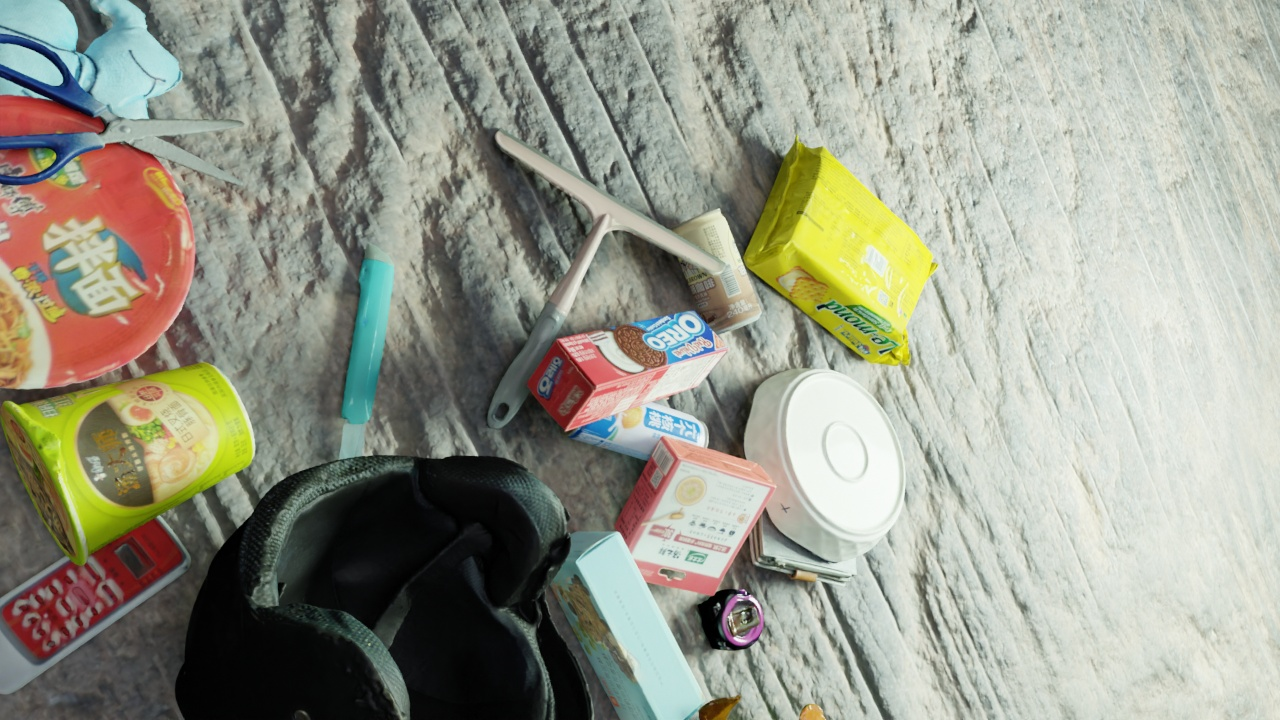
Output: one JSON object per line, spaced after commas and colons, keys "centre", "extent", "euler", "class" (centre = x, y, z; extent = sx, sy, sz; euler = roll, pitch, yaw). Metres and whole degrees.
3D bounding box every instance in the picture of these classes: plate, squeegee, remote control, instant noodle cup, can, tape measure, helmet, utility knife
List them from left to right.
{"centre": [-0.404, -0.072, 0.605], "extent": [0.193, 0.066, 0.193], "euler": [7, 77, -32], "class": "instant noodle cup"}
{"centre": [-0.373, 0.157, 0.609], "extent": [0.135, 0.020, 0.056], "euler": [-38, 103, -32], "class": "remote control"}
{"centre": [-0.332, 0.057, 0.608], "extent": [0.123, 0.112, 0.111], "euler": [-27, 96, -41], "class": "instant noodle cup"}
{"centre": [-0.222, -0.005, 0.737], "extent": [0.029, 0.013, 0.186], "euler": [13, 73, -28], "class": "utility knife"}
{"centre": [-0.163, 0.198, 0.604], "extent": [0.274, 0.231, 0.232], "euler": [52, 30, -4], "class": "helmet"}
{"centre": [-0.071, -0.051, 0.811], "extent": [0.247, 0.040, 0.249], "euler": [29, 74, -10], "class": "squeegee"}
{"centre": [-0.005, 0.061, 0.838], "extent": [0.134, 0.053, 0.053], "euler": [20, 71, -28], "class": "can"}
{"centre": [0.074, -0.087, 0.912], "extent": [0.058, 0.059, 0.116], "euler": [-24, 94, -33], "class": "can"}
{"centre": [0.088, 0.246, 0.871], "extent": [0.057, 0.039, 0.057], "euler": [-16, 90, -33], "class": "tape measure"}
{"centre": [0.197, 0.099, 0.939], "extent": [0.204, 0.046, 0.204], "euler": [16, 60, -30], "class": "plate"}

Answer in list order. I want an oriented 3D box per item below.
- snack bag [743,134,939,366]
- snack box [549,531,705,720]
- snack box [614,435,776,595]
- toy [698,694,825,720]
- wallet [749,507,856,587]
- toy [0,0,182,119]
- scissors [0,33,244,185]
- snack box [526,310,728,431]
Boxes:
{"centre": [0.230, -0.115, 1.011], "extent": [0.246, 0.068, 0.157], "euler": [35, 65, -24], "class": "snack bag"}
{"centre": [-0.017, 0.231, 0.787], "extent": [0.051, 0.074, 0.175], "euler": [-30, 98, -33], "class": "snack box"}
{"centre": [0.044, 0.144, 0.840], "extent": [0.113, 0.044, 0.127], "euler": [20, 106, -28], "class": "snack box"}
{"centre": [0.093, 0.401, 0.816], "extent": [0.226, 0.090, 0.247], "euler": [-49, 115, -11], "class": "toy"}
{"centre": [0.163, 0.172, 0.935], "extent": [0.129, 0.037, 0.106], "euler": [18, 61, -29], "class": "wallet"}
{"centre": [-0.417, -0.208, 0.632], "extent": [0.156, 0.050, 0.161], "euler": [33, 61, -25], "class": "toy"}
{"centre": [-0.357, -0.158, 0.605], "extent": [0.162, 0.012, 0.163], "euler": [-41, 103, -33], "class": "scissors"}
{"centre": [-0.005, 0.005, 0.802], "extent": [0.057, 0.058, 0.207], "euler": [49, 33, 19], "class": "snack box"}
